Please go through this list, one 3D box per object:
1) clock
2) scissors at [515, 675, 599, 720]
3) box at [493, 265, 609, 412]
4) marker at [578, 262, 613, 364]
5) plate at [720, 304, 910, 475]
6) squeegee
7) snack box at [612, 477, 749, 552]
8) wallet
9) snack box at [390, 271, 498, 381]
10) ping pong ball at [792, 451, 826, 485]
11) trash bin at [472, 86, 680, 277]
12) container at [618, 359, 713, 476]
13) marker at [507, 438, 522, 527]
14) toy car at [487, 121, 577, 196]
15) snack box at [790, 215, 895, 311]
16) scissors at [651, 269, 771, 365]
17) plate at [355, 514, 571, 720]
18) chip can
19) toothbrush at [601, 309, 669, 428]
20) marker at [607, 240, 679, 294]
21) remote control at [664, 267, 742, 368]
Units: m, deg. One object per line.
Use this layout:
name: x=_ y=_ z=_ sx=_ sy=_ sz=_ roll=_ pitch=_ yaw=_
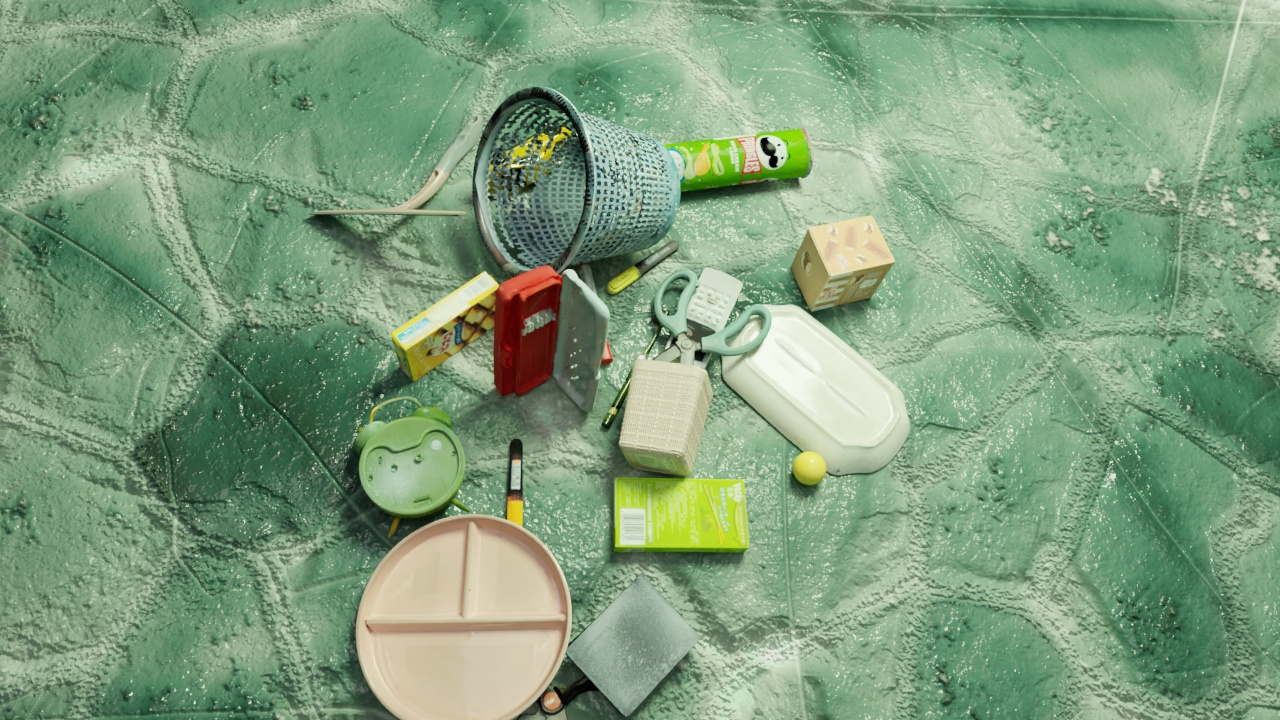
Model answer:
clock: x=-0.264 y=0.113 z=1.052 sx=0.116 sy=0.056 sz=0.161 roll=-16 pitch=67 yaw=-15
scissors: x=-0.090 y=0.343 z=0.980 sx=0.233 sy=0.022 sz=0.221 roll=-29 pitch=70 yaw=-20
box: x=-0.103 y=-0.010 z=1.046 sx=0.102 sy=0.202 sz=0.100 roll=-27 pitch=63 yaw=-26
marker: x=-0.058 y=-0.062 z=1.184 sx=0.017 sy=0.017 sz=0.145 roll=-9 pitch=65 yaw=-11
plate: x=0.223 y=0.027 z=1.165 sx=0.266 sy=0.034 sz=0.161 roll=43 pitch=67 yaw=14
squeegee: x=-0.273 y=-0.251 z=1.227 sx=0.248 sy=0.040 sz=0.248 roll=5 pitch=45 yaw=28
snack box: x=0.046 y=0.181 z=1.073 sx=0.156 sy=0.026 sz=0.085 roll=1 pitch=64 yaw=-6
wallet: x=-0.008 y=0.306 z=0.990 sx=0.120 sy=0.019 sz=0.097 roll=-41 pitch=81 yaw=-22
snack box: x=-0.232 y=-0.041 z=1.113 sx=0.140 sy=0.087 sz=0.033 roll=-35 pitch=73 yaw=-21
ping pong ball: x=0.204 y=0.130 z=1.109 sx=0.040 sy=0.040 sz=0.040 roll=3 pitch=64 yaw=-6
trash bin: x=-0.066 y=-0.211 z=1.142 sx=0.194 sy=0.227 sz=0.226 roll=-5 pitch=60 yaw=-45
container: x=0.029 y=0.070 z=1.083 sx=0.090 sy=0.090 sz=0.110 roll=7 pitch=65 yaw=15
marker: x=-0.146 y=0.149 z=1.072 sx=0.018 sy=0.015 sz=0.123 roll=1 pitch=61 yaw=-8
toy car: x=-0.153 y=-0.267 z=1.243 sx=0.155 sy=0.071 sz=0.041 roll=-31 pitch=68 yaw=-17
snack box: x=0.265 y=-0.128 z=1.212 sx=0.094 sy=0.093 sz=0.077 roll=-13 pitch=66 yaw=-13
scissors: x=0.070 y=-0.054 z=1.170 sx=0.170 sy=0.019 sz=0.181 roll=-28 pitch=63 yaw=-10
plate: x=-0.187 y=0.279 z=0.982 sx=0.229 sy=0.028 sz=0.229 roll=-1 pitch=64 yaw=1
chip can: x=0.118 y=-0.277 z=1.281 sx=0.236 sy=0.072 sz=0.072 roll=-9 pitch=65 yaw=-10
toothbrush: x=-0.007 y=0.007 z=1.159 sx=0.017 sy=0.012 sz=0.185 roll=23 pitch=64 yaw=11
marker: x=0.005 y=-0.126 z=1.224 sx=0.124 sy=0.015 sz=0.018 roll=-37 pitch=77 yaw=-23
remote control: x=0.082 y=-0.054 z=1.194 sx=0.058 sy=0.021 sz=0.149 roll=23 pitch=63 yaw=5
